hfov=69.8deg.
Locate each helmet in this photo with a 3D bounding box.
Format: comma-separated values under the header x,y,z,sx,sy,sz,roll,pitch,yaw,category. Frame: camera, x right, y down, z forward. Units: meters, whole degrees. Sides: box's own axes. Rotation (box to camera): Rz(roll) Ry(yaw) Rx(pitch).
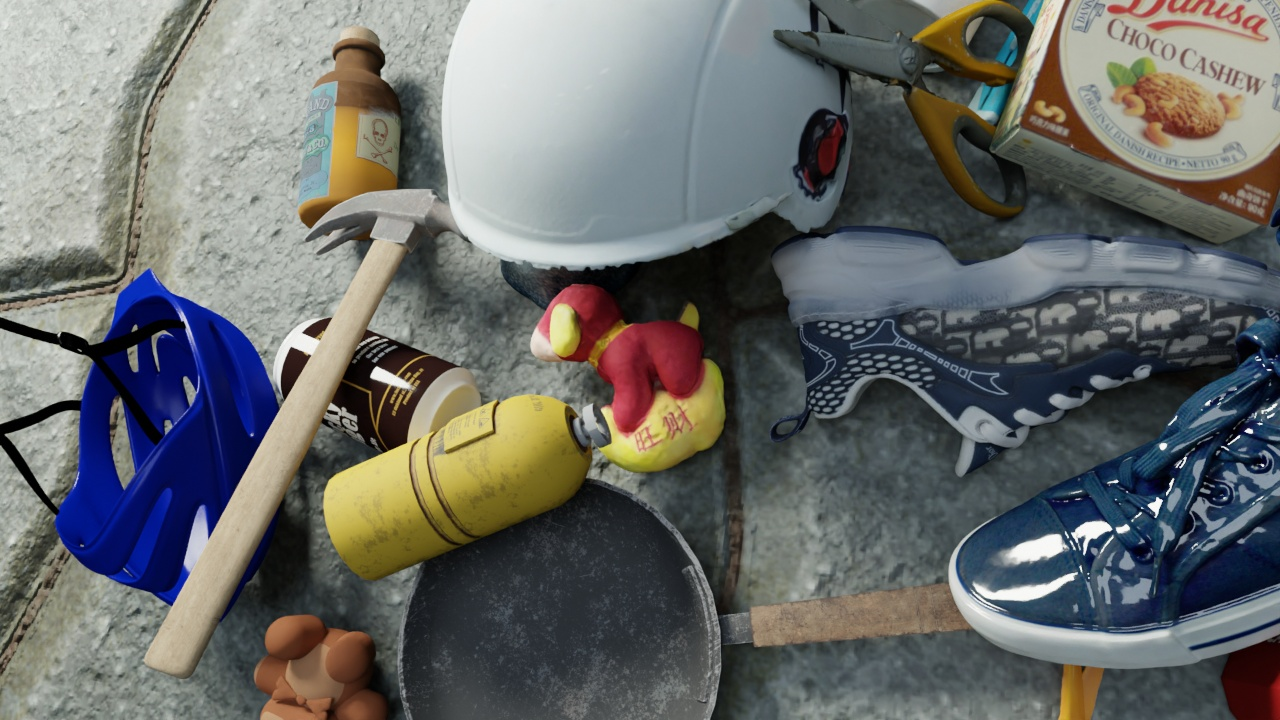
x,y,z,sx,sy,sz,roll,pitch,yaw,category
0.000,-0.168,0.511,0.237,0.164,0.263,11,38,27,helmet
-0.337,0.045,0.576,0.148,0.227,0.241,-28,64,26,helmet

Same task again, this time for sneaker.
x,y,z,sx,sy,sz,roll,pitch,yaw,category
0.264,0.032,0.402,0.295,0.127,0.120,-29,28,19,sneaker
0.202,0.000,0.500,0.270,0.103,0.132,4,91,19,sneaker

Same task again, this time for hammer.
x,y,z,sx,sy,sz,roll,pitch,yaw,category
-0.203,0.028,0.563,0.119,0.031,0.330,12,66,19,hammer

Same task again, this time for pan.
x,y,z,sx,sy,sz,roll,pitch,yaw,category
0.025,0.159,0.531,0.357,0.040,0.207,-9,72,14,pan

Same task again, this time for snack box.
x,y,z,sx,sy,sz,roll,pitch,yaw,category
0.289,-0.159,0.509,0.143,0.041,0.147,23,82,2,snack box

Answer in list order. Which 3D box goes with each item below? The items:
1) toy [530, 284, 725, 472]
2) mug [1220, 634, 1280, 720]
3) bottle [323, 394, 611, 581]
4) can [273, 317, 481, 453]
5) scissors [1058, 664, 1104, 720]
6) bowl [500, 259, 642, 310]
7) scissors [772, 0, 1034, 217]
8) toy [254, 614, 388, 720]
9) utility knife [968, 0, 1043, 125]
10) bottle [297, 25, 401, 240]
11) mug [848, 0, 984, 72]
x,y,z,sx,sy,sz,roll,pitch,yaw,category
-0.003,0.003,0.571,0.105,0.067,0.137,-45,75,4,toy
0.334,0.140,0.405,0.116,0.096,0.080,-38,68,4,mug
-0.096,0.067,0.539,0.164,0.071,0.071,-23,69,11,bottle
-0.175,0.020,0.614,0.129,0.072,0.072,20,82,22,can
0.225,0.196,0.463,0.084,0.012,0.132,36,69,-10,scissors
-0.053,-0.090,0.616,0.110,0.055,0.110,-5,74,17,bowl
0.154,-0.144,0.498,0.016,0.224,0.166,2,99,54,scissors
-0.211,0.227,0.574,0.095,0.065,0.127,17,86,15,toy
0.244,-0.213,0.578,0.022,0.015,0.158,20,80,44,utility knife
-0.213,-0.173,0.682,0.068,0.068,0.156,-6,73,16,bottle
0.186,-0.247,0.569,0.082,0.082,0.106,28,86,22,mug
